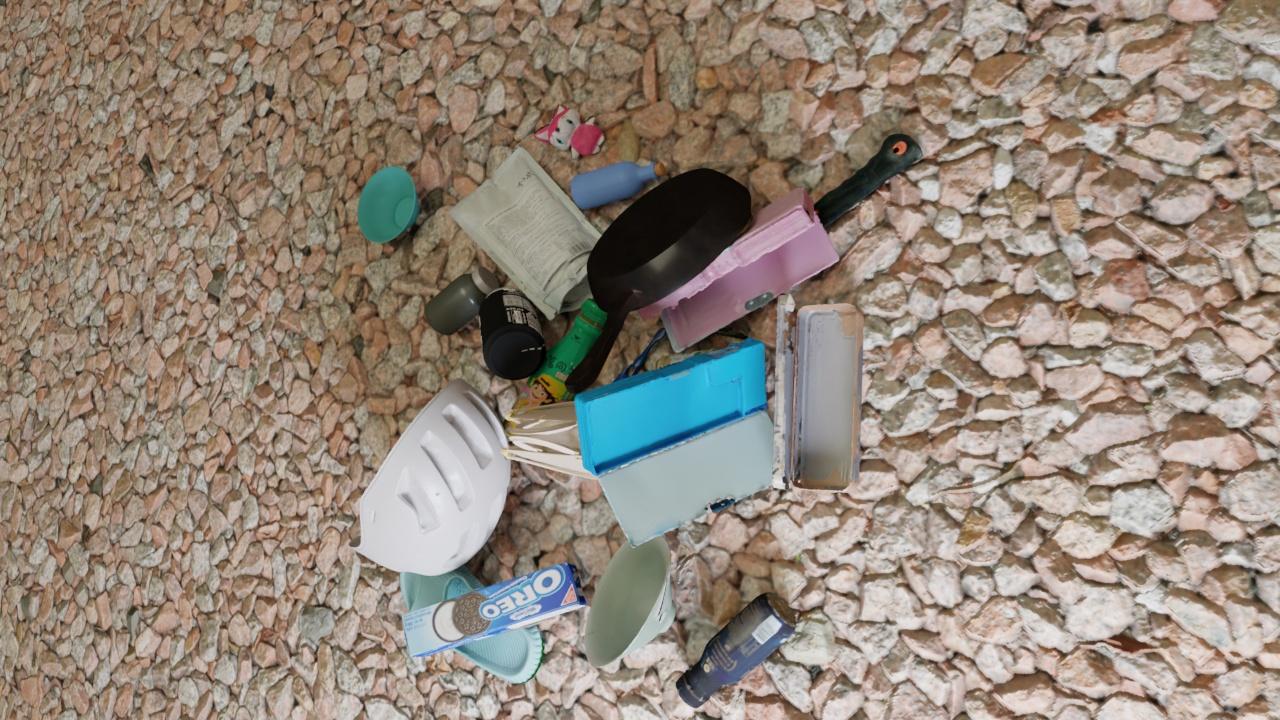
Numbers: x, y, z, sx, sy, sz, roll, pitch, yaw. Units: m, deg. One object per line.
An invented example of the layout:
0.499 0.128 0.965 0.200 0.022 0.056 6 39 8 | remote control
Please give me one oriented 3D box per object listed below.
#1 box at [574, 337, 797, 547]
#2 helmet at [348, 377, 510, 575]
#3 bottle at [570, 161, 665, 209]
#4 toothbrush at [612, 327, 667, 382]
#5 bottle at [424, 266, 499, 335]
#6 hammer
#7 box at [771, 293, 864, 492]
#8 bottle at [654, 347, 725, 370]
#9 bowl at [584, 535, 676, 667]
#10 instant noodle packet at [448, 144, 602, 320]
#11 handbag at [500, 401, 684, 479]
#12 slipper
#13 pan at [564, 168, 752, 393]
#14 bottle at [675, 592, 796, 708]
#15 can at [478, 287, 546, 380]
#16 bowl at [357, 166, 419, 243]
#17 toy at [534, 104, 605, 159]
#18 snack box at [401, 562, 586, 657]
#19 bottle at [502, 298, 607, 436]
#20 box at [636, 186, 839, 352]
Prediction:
0.050 0.085 1.026 0.064 0.243 0.174 -13 95 60 | box
-0.265 0.151 1.185 0.184 0.223 0.283 16 125 9 | helmet
-0.027 -0.239 1.222 0.131 0.048 0.048 -10 77 29 | bottle
-0.007 0.007 1.190 0.132 0.016 0.021 -49 61 17 | toothbrush
-0.257 -0.087 1.324 0.109 0.060 0.060 -36 66 20 | bottle
0.187 -0.152 1.095 0.334 0.033 0.133 -39 63 18 | hammer
0.201 0.039 1.030 0.108 0.095 0.216 3 82 5 | box
0.072 0.008 1.128 0.110 0.042 0.042 -7 78 31 | bottle
0.005 0.294 1.097 0.175 0.068 0.174 -49 22 28 | bowl
-0.150 -0.180 1.285 0.147 0.057 0.269 -41 60 -2 | instant noodle packet
-0.076 0.093 1.093 0.195 0.197 0.101 0 84 40 | handbag
-0.245 0.343 1.242 0.276 0.069 0.116 25 98 30 | slipper
-0.003 -0.105 1.068 0.249 0.043 0.354 -10 40 46 | pan
0.106 0.332 1.044 0.161 0.056 0.056 -47 62 15 | bottle
-0.172 -0.038 1.219 0.080 0.080 0.146 -50 26 14 | can
-0.380 -0.237 1.429 0.121 0.046 0.121 -6 79 29 | bowl
-0.100 -0.322 1.282 0.102 0.050 0.065 31 93 25 | toy
-0.186 0.319 1.169 0.226 0.059 0.059 -17 71 2 | snack box
-0.104 0.016 1.213 0.068 0.068 0.210 36 100 30 | bottle
0.115 -0.099 1.083 0.233 0.099 0.098 -30 105 20 | box
